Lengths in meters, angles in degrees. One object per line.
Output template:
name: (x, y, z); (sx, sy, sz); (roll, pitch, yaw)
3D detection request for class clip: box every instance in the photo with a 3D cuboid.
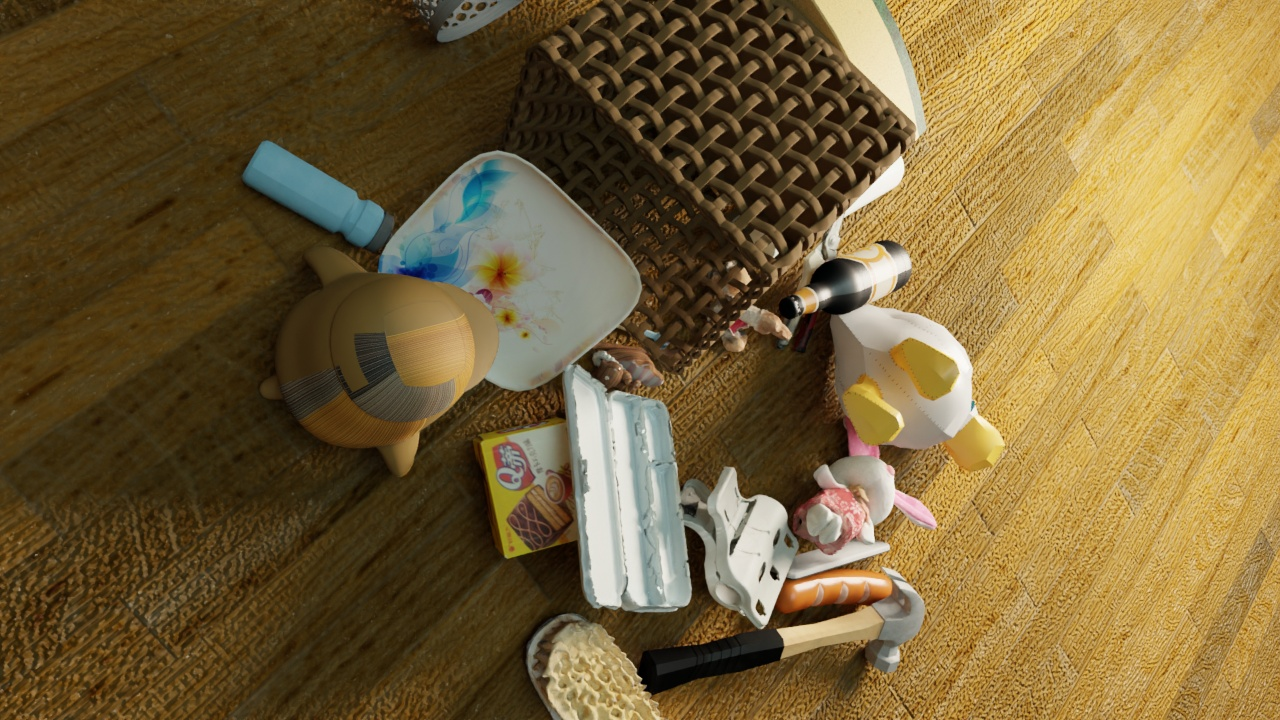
clip: (0.098, 0.178, 0.918); (0.144, 0.075, 0.124); (49, 40, -13)

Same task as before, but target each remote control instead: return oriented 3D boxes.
remote control: (0.206, 0.215, 1.000); (0.146, 0.045, 0.008); (-7, 97, -31)

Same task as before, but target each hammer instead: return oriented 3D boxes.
hammer: (0.152, 0.289, 0.942); (0.327, 0.039, 0.131); (-4, 121, -25)

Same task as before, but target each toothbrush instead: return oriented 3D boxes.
toothbrush: (-0.035, -0.040, 0.900); (0.155, 0.016, 0.022); (18, 113, -29)

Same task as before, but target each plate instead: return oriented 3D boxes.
plate: (-0.111, -0.072, 0.783); (0.187, 0.187, 0.016); (42, 28, -19)

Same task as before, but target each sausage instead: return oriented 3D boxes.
sausage: (0.209, 0.249, 1.000); (0.164, 0.039, 0.044); (6, 48, -30)

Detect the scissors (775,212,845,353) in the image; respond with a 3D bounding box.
scissors: (0.200, -0.099, 1.009); (0.187, 0.015, 0.146); (-45, 128, -12)

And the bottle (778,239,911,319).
bottle: (0.213, -0.079, 0.974); (0.181, 0.059, 0.059); (-23, 96, -37)

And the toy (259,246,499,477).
toy: (-0.188, -0.006, 0.694); (0.162, 0.204, 0.198); (-23, 97, -31)

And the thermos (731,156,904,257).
thermos: (0.201, -0.182, 1.028); (0.229, 0.068, 0.068); (-32, 101, -29)

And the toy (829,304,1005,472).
toy: (0.299, 0.027, 1.018); (0.246, 0.141, 0.267); (51, 18, 16)

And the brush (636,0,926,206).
brush: (0.129, -0.266, 0.883); (0.075, 0.251, 0.195); (-44, 113, -27)

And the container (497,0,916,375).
container: (0.045, -0.174, 0.805); (0.251, 0.220, 0.213); (45, 63, 2)

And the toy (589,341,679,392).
toy: (-0.005, 0.005, 0.900); (0.101, 0.042, 0.054); (8, 58, -22)

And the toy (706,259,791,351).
toy: (0.106, -0.060, 0.963); (0.085, 0.074, 0.106); (1, 60, -62)

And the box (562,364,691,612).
box: (-0.018, 0.119, 0.822); (0.192, 0.061, 0.209); (20, 57, -55)

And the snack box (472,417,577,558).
snack box: (-0.095, 0.110, 0.810); (0.083, 0.061, 0.106); (-12, 91, -16)

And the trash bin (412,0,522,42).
trash bin: (-0.164, -0.398, 0.782); (0.156, 0.157, 0.183); (-41, 103, -28)

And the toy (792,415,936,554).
toy: (0.233, 0.147, 0.997); (0.193, 0.084, 0.159); (-20, 74, -46)

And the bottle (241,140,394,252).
bottle: (-0.260, -0.131, 0.760); (0.130, 0.040, 0.040); (31, 70, -25)

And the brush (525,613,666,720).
brush: (-0.012, 0.352, 0.847); (0.083, 0.057, 0.271); (-37, 103, -27)
